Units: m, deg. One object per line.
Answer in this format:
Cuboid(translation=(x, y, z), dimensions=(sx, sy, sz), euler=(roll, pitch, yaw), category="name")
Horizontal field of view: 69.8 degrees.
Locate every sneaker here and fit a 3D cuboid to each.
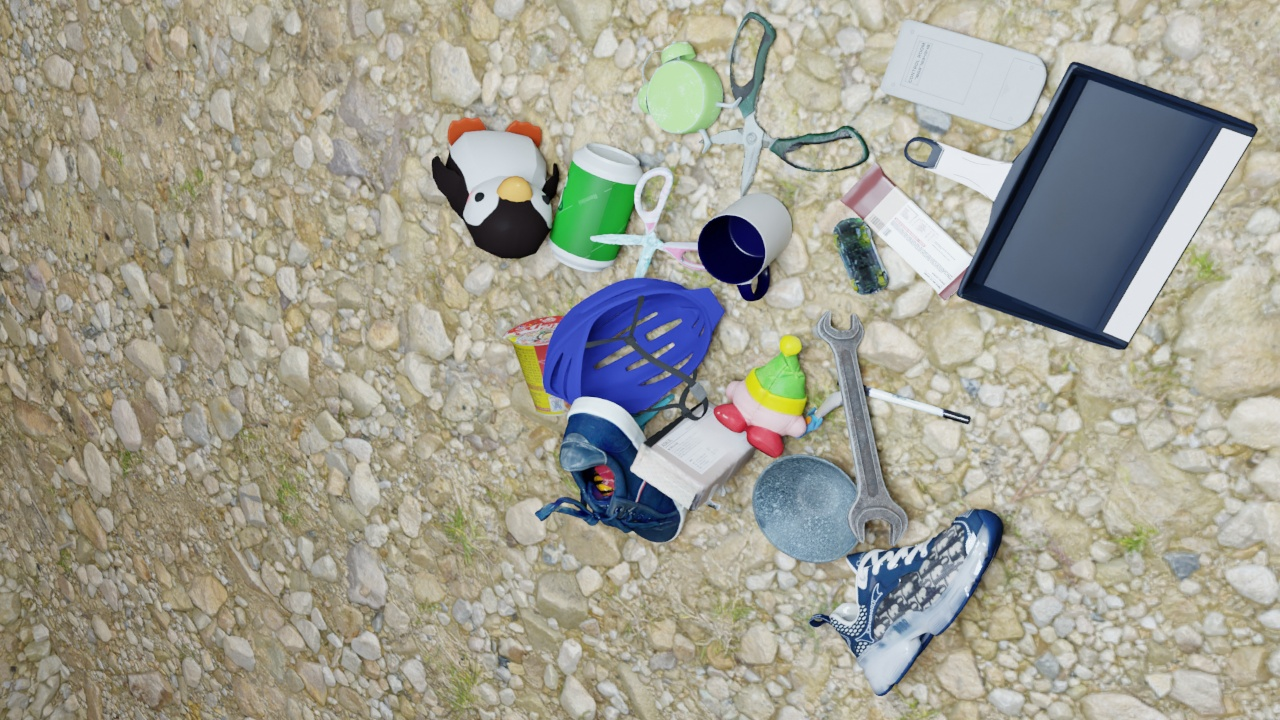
Cuboid(translation=(0.300, 0.255, 1.055), dimensions=(0.132, 0.103, 0.270), euler=(39, 122, 22), category="sneaker")
Cuboid(translation=(-0.031, 0.174, 1.120), dimensions=(0.121, 0.127, 0.295), euler=(5, 147, 26), category="sneaker")

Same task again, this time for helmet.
Cuboid(translation=(-0.006, 0.006, 1.072), dimensions=(0.242, 0.227, 0.148), euler=(-33, 123, 8), category="helmet")

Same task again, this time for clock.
Cuboid(translation=(0.046, -0.305, 1.044), dimensions=(0.119, 0.042, 0.095), euler=(48, 125, 17), category="clock")

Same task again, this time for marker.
Cuboid(translation=(0.295, 0.046, 1.038), dimensions=(0.152, 0.011, 0.011), euler=(17, 113, 23), category="marker")

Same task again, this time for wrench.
Cuboid(translation=(0.247, 0.076, 1.033), dimensions=(0.070, 0.010, 0.273), euler=(-11, 89, -11), category="wrench")

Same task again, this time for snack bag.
Cuboid(translation=(0.289, -0.138, 0.983), dimensions=(0.158, 0.013, 0.057), euler=(46, 121, 10), category="snack bag")

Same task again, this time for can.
Cuboid(translation=(-0.055, -0.185, 1.115), dimensions=(0.088, 0.087, 0.140), euler=(29, 117, 18), category="can")

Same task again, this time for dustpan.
Cuboid(translation=(0.387, -0.157, 0.874), dimensions=(0.273, 0.080, 0.237), euler=(27, 116, 16), category="dustpan")

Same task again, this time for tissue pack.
Cuboid(translation=(0.070, 0.118, 1.083), dimensions=(0.104, 0.181, 0.071), euler=(33, 114, 15), category="tissue pack")

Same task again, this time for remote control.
Cuboid(translation=(0.323, -0.284, 0.917), dimensions=(0.151, 0.019, 0.074), euler=(25, 116, 21), category="remote control")

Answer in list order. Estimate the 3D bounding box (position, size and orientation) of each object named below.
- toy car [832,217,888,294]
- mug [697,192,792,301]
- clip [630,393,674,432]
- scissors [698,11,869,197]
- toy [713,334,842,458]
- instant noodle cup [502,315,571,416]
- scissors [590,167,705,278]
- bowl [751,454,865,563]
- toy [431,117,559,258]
Cuboid(translation=(0.242, -0.116, 1.007), dimensions=(0.039, 0.027, 0.090), euler=(-15, 105, 36), category="toy car")
Cuboid(translation=(0.121, -0.122, 1.029), dimensions=(0.079, 0.096, 0.112), euler=(-3, 111, 29), category="mug")
Cuboid(translation=(-0.018, 0.077, 1.204), dimensions=(0.097, 0.026, 0.116), euler=(29, 110, 22), category="clip")
Cuboid(translation=(0.160, -0.271, 1.013), dimensions=(0.206, 0.015, 0.202), euler=(17, 114, 23), category="scissors")
Cuboid(translation=(0.160, 0.042, 1.068), dimensions=(0.124, 0.096, 0.131), euler=(37, 92, 25), category="toy")
Cuboid(translation=(-0.114, 0.009, 1.210), dimensions=(0.100, 0.100, 0.112), euler=(2, 114, 28), category="instant noodle cup")
Cuboid(translation=(0.027, -0.151, 1.070), dimensions=(0.170, 0.013, 0.177), euler=(5, 134, 1), category="scissors")
Cuboid(translation=(0.207, 0.168, 1.096), dimensions=(0.137, 0.057, 0.137), euler=(9, 109, 26), category="bowl")
Cuboid(translation=(-0.169, -0.188, 1.119), dimensions=(0.184, 0.159, 0.140), euler=(-112, 29, -43), category="toy")
